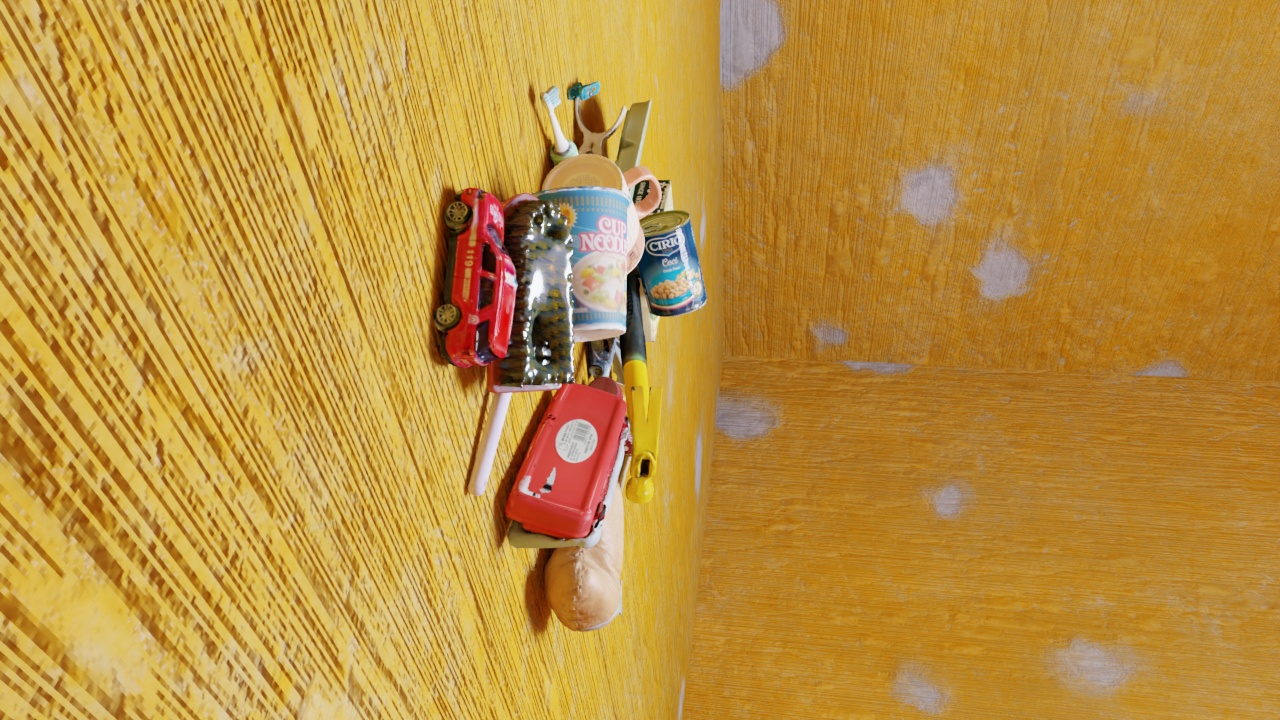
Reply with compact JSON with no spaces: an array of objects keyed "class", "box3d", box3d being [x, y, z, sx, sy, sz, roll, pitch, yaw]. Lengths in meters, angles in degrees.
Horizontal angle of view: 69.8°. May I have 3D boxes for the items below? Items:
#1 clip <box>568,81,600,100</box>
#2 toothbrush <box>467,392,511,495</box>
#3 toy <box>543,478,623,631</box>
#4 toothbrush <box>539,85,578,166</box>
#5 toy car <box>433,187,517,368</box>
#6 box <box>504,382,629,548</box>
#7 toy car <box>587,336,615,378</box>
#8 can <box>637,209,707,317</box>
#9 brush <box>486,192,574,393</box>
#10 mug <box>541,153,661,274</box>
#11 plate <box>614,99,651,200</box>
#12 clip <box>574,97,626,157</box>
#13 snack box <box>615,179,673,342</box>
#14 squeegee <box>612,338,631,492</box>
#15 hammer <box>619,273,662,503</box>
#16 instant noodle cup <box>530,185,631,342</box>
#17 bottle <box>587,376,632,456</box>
[{"class":"clip","box3d":[-0.059,-0.277,0.940,0.056,0.041,0.014,-65,154,-61]},{"class":"toothbrush","box3d":[-0.109,0.017,0.717,0.029,0.021,0.188,81,16,-60]},{"class":"toy","box3d":[-0.052,0.163,0.943,0.144,0.082,0.225,103,-8,-64]},{"class":"toothbrush","box3d":[-0.069,-0.185,0.885,0.027,0.026,0.225,-41,158,-10]},{"class":"toy car","box3d":[-0.107,-0.055,0.615,0.053,0.045,0.120,38,53,-81]},{"class":"box","box3d":[-0.061,0.101,0.838,0.200,0.090,0.068,-73,179,-60]},{"class":"toy car","box3d":[-0.046,-0.026,1.079,0.048,0.031,0.106,-79,167,-52]},{"class":"can","box3d":[0.034,-0.115,1.102,0.075,0.075,0.111,-72,151,-60]},{"class":"brush","box3d":[-0.088,-0.050,0.676,0.063,0.069,0.146,-3,94,-42]},{"class":"mug","box3d":[-0.032,-0.142,0.877,0.081,0.114,0.106,55,-6,24]},{"class":"plate","box3d":[-0.023,-0.183,1.046,0.230,0.027,0.230,-172,-86,-87]},{"class":"clip","box3d":[-0.053,-0.222,0.960,0.034,0.064,0.098,-40,140,-77]},{"class":"snack box","box3d":[0.004,-0.142,1.266,0.239,0.063,0.115,-78,167,-47]},{"class":"squeegee","box3d":[-0.019,0.067,1.270,0.245,0.039,0.247,-77,166,-52]},{"class":"hammer","box3d":[-0.006,0.006,1.022,0.300,0.033,0.129,-96,-170,-47]},{"class":"instant noodle cup","box3d":[-0.051,-0.072,0.736,0.099,0.099,0.110,33,51,-80]},{"class":"bottle","box3d":[-0.027,0.068,1.126,0.175,0.057,0.057,62,31,-65]}]
